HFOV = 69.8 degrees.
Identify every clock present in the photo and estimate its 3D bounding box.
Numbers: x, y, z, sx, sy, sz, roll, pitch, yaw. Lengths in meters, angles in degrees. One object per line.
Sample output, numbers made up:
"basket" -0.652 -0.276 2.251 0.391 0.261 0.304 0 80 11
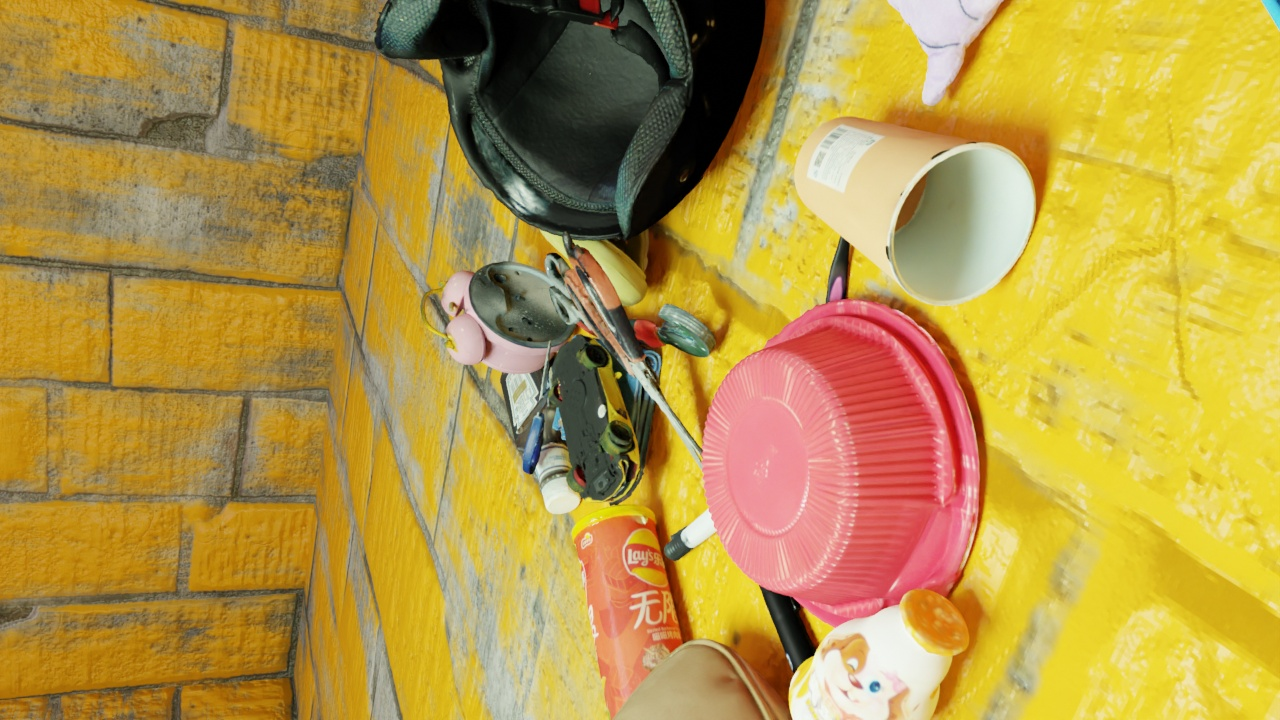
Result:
"clock" -0.147 -0.043 0.943 0.060 0.158 0.117 -56 38 42

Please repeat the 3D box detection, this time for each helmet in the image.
"helmet" -0.035 -0.218 0.667 0.229 0.233 0.275 -49 -3 -30

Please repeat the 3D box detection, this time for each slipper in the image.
"slipper" -0.028 -0.108 0.815 0.081 0.091 0.190 -45 27 3

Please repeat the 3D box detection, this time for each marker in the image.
"marker" 0.051 0.117 0.673 0.131 0.018 0.022 128 148 -49
"marker" 0.102 0.185 0.558 0.022 0.020 0.132 -39 44 19

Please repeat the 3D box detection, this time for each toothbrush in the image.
"toothbrush" 0.118 -0.032 0.563 0.018 0.014 0.189 -143 58 -79

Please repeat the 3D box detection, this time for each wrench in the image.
"wrench" -0.005 -0.027 0.782 0.016 0.056 0.274 -54 19 -11

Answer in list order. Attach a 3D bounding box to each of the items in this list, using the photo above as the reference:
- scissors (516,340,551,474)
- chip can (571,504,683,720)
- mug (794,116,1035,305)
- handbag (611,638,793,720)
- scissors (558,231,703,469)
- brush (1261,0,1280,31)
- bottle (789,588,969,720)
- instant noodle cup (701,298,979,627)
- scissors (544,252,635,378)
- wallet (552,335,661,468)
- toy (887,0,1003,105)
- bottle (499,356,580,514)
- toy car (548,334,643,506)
"scissors" -0.092 0.042 0.866 0.172 0.012 0.163 -62 -11 -67
"chip can" 0.000 0.222 0.703 0.073 0.073 0.216 -55 40 46
"mug" 0.132 -0.087 0.477 0.122 0.078 0.078 -126 47 -59
"handbag" 0.037 0.256 0.527 0.148 0.100 0.204 -39 10 -1
"scissors" -0.006 -0.005 0.695 0.196 0.015 0.216 39 156 60
"brush" 0.227 -0.150 0.335 0.083 0.045 0.254 -42 53 50
"bottle" 0.122 0.160 0.467 0.063 0.063 0.109 -111 35 -41
"instant noodle cup" 0.094 0.060 0.521 0.194 0.065 0.194 -1 89 61
"scissors" -0.047 -0.043 0.809 0.175 0.014 0.137 -1 108 71
"wallet" -0.030 0.035 0.827 0.133 0.040 0.106 13 95 58
"toy" 0.155 -0.198 0.483 0.084 0.039 0.108 112 149 -50
"bottle" -0.103 0.072 0.966 0.080 0.044 0.194 -53 41 33
"toy car" -0.038 0.046 0.767 0.071 0.041 0.155 -49 45 35
